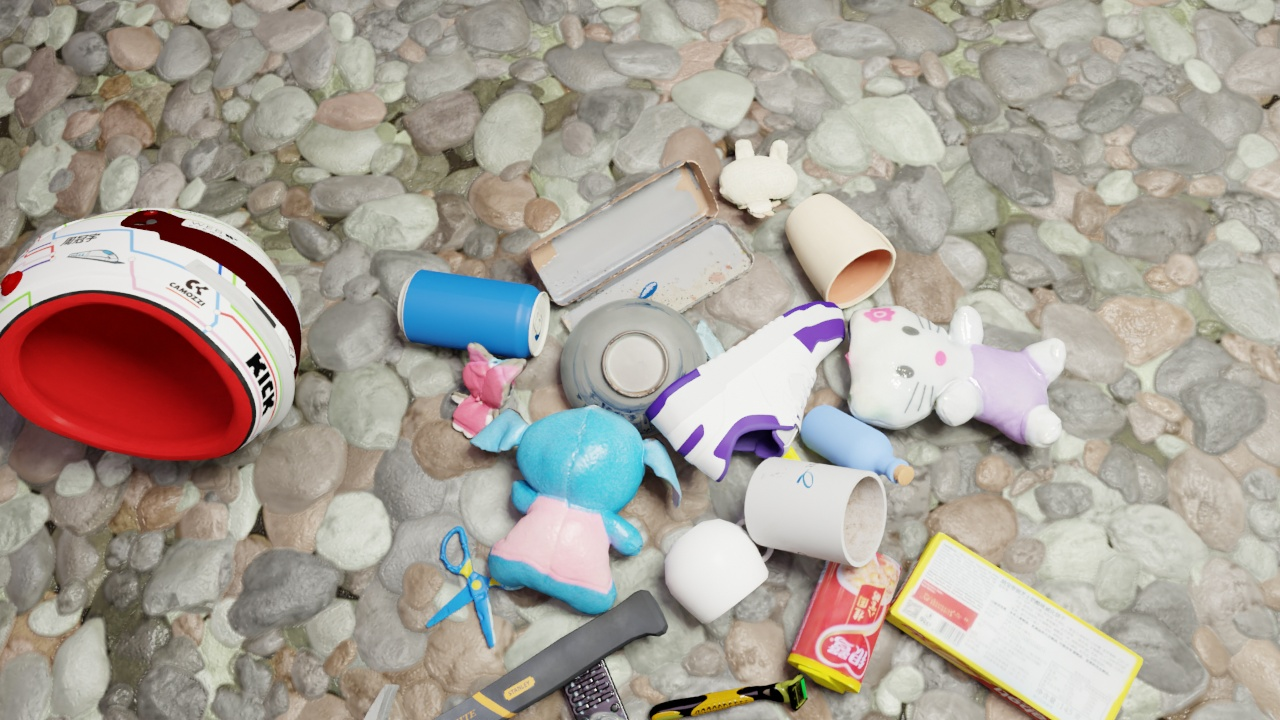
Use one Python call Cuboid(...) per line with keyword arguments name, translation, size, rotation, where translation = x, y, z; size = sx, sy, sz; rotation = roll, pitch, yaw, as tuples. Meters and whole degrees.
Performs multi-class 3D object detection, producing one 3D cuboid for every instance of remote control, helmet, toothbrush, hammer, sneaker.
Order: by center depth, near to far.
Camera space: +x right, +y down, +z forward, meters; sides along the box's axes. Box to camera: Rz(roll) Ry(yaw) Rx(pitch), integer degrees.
Cuboid(name="hammer", translation=(-0.114, 0.308, 0.829), size=(0.312, 0.035, 0.139), rotation=(-30, 68, -1))
Cuboid(name="remote control", translation=(-0.034, 0.329, 0.838), size=(0.045, 0.021, 0.140), rotation=(-26, 70, 1))
Cuboid(name="sneaker", translation=(0.130, 0.032, 0.894), size=(0.243, 0.092, 0.111), rotation=(-30, 78, -24))
Cuboid(name="helmet", translation=(-0.464, -0.036, 0.909), size=(0.315, 0.231, 0.235), rotation=(2, 33, 10))
Cuboid(name="toothbrush", translation=(-0.031, -0.036, 0.965), size=(0.132, 0.016, 0.021), rotation=(-44, 95, -4))

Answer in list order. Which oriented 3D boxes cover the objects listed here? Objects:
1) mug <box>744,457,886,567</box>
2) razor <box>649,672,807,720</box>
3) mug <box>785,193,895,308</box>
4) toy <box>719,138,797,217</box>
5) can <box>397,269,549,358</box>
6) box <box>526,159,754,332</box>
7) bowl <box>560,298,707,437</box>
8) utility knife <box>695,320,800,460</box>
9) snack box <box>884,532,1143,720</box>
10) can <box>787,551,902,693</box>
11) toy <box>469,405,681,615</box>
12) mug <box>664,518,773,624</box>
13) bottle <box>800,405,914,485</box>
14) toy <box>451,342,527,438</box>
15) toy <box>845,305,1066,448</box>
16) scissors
Cuboid(name="mug", translation=(0.169, 0.132, 0.836), size=(0.097, 0.119, 0.083), rotation=(4, 100, 41))
Cuboid(name="razor", translation=(0.078, 0.309, 0.832), size=(0.144, 0.044, 0.021), rotation=(-13, 41, 4))
Cuboid(name="mug", translation=(0.217, -0.123, 0.976), size=(0.111, 0.085, 0.104), rotation=(-9, 52, -29))
Cuboid(name="toy", translation=(0.132, -0.198, 1.024), size=(0.087, 0.050, 0.112), rotation=(-1, 71, 4))
Cuboid(name="can", translation=(-0.176, -0.049, 0.972), size=(0.146, 0.079, 0.078), rotation=(9, 69, 8))
Cuboid(name="box", translation=(0.000, -0.110, 1.000), size=(0.216, 0.071, 0.156), rotation=(-32, 82, -9))
Cuboid(name="bowl", translation=(-0.006, 0.005, 0.925), size=(0.150, 0.057, 0.150), rotation=(0, 86, -2))
Cuboid(name="utility knife", translation=(0.116, 0.052, 0.940), size=(0.028, 0.020, 0.233), rotation=(-24, 68, -14))
Cuboid(name="snack box", translation=(0.333, 0.250, 0.829), size=(0.201, 0.042, 0.092), rotation=(32, 73, 16))
Cuboid(name="can", translation=(0.186, 0.232, 0.834), size=(0.067, 0.067, 0.124), rotation=(22, 71, 13))
Cuboid(name="toy", translation=(-0.077, 0.134, 0.885), size=(0.224, 0.099, 0.191), rotation=(15, 78, 10))
Cuboid(name="mug", translation=(0.078, 0.185, 0.860), size=(0.123, 0.090, 0.076), rotation=(-26, 73, -41))
Cuboid(name="bottle", translation=(0.207, 0.084, 0.865), size=(0.048, 0.048, 0.131), rotation=(-38, 29, -11))
Cuboid(name="toy", translation=(-0.161, 0.031, 0.957), size=(0.065, 0.050, 0.102), rotation=(27, 108, 7))
Cuboid(name="toy", translation=(0.304, 0.014, 0.906), size=(0.209, 0.086, 0.137), rotation=(12, 67, 7))
Cuboid(name="scissors", translation=(-0.154, 0.218, 0.900), size=(0.130, 0.014, 0.125), rotation=(-18, 66, 0))
